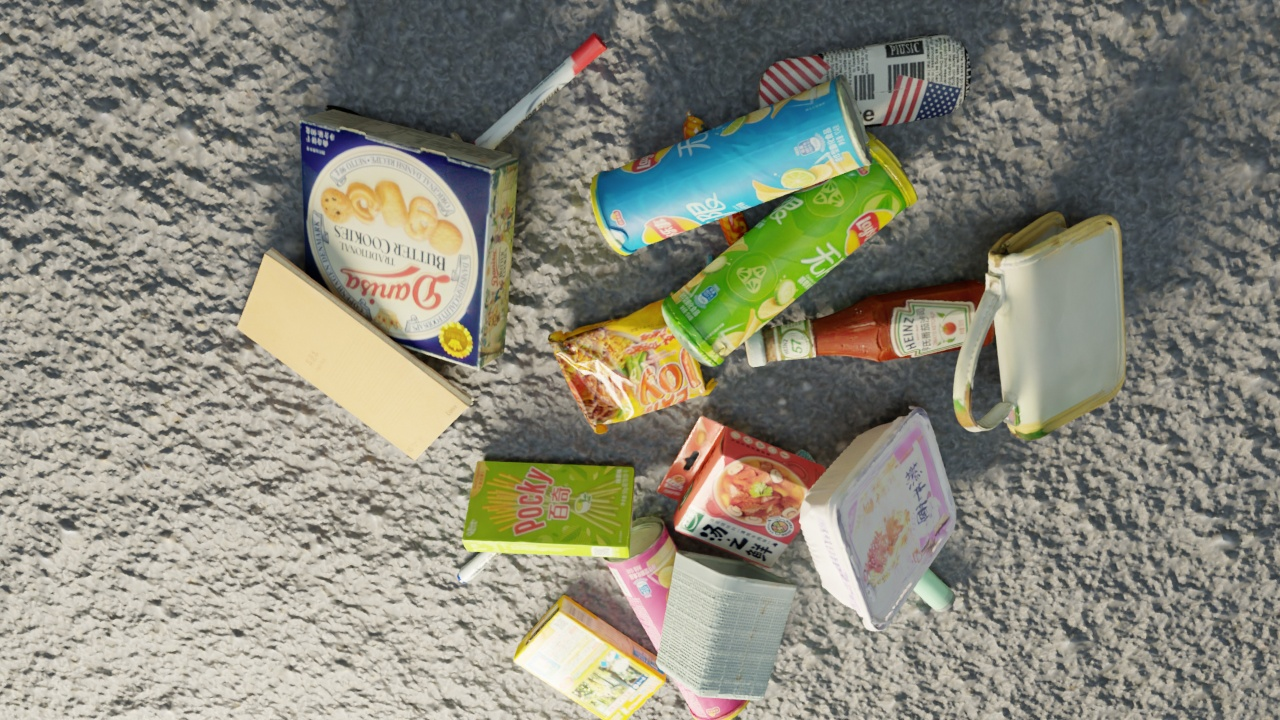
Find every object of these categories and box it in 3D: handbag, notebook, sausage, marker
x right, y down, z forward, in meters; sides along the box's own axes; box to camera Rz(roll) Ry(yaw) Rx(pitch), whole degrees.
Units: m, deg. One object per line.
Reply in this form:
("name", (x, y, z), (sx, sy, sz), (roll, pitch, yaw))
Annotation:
("handbag", (0.307, -0.021, 0.735), (0.178, 0.063, 0.163), (-24, 113, -25))
("notebook", (-0.264, 0.003, 0.835), (0.211, 0.012, 0.150), (39, 141, -10))
("sausage", (0.072, -0.133, 0.777), (0.021, 0.021, 0.165), (-21, 109, 13))
("marker", (-0.134, 0.180, 0.928), (0.146, 0.016, 0.017), (-42, 103, 19))
("marker", (-0.087, -0.217, 0.762), (0.145, 0.017, 0.017), (-37, 104, 18))

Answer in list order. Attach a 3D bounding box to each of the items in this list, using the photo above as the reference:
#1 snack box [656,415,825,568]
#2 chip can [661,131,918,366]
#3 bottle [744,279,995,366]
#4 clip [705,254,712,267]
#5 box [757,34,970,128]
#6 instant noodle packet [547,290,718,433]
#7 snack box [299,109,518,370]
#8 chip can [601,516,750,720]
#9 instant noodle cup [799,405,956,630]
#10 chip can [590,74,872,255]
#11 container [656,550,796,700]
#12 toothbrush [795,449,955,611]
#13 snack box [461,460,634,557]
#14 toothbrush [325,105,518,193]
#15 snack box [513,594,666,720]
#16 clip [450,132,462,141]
("snack box", (0.090, 0.125, 0.854), (0.127, 0.044, 0.113), (23, 127, -4))
("chip can", (0.117, -0.086, 0.745), (0.221, 0.072, 0.072), (-40, 103, 8))
("bottle", (0.193, -0.026, 0.788), (0.206, 0.059, 0.060), (-9, 111, 9))
("clip", (0.062, -0.065, 0.810), (0.049, 0.015, 0.057), (16, 111, -3))
("box", (0.174, -0.217, 0.727), (0.164, 0.059, 0.072), (-4, 131, 8))
("instant noodle packet", (-0.005, 0.005, 0.830), (0.128, 0.044, 0.111), (-18, 113, 12))
("snack box", (-0.197, -0.100, 0.773), (0.178, 0.045, 0.183), (17, 119, 16))
("chip can", (0.039, 0.259, 0.913), (0.071, 0.071, 0.210), (-23, 108, 14))
("instant noodle cup", (0.205, 0.133, 0.808), (0.060, 0.173, 0.138), (-3, 116, 44))
("chip can", (0.068, -0.148, 0.715), (0.211, 0.071, 0.071), (-17, 110, 24))
("container", (0.074, 0.244, 0.842), (0.089, 0.090, 0.111), (16, 86, -29))
("toothbrush", (0.221, 0.164, 0.881), (0.224, 0.026, 0.027), (43, 117, -11))
("snack box", (-0.085, 0.141, 0.872), (0.156, 0.085, 0.026), (2, 145, 6))
("toothbrush", (-0.185, -0.175, 0.770), (0.189, 0.014, 0.017), (25, 123, 10))
("snack box", (-0.052, 0.319, 0.968), (0.140, 0.033, 0.087), (37, 111, -8))
("clip", (-0.138, -0.141, 0.790), (0.094, 0.035, 0.102), (10, 105, 6))
